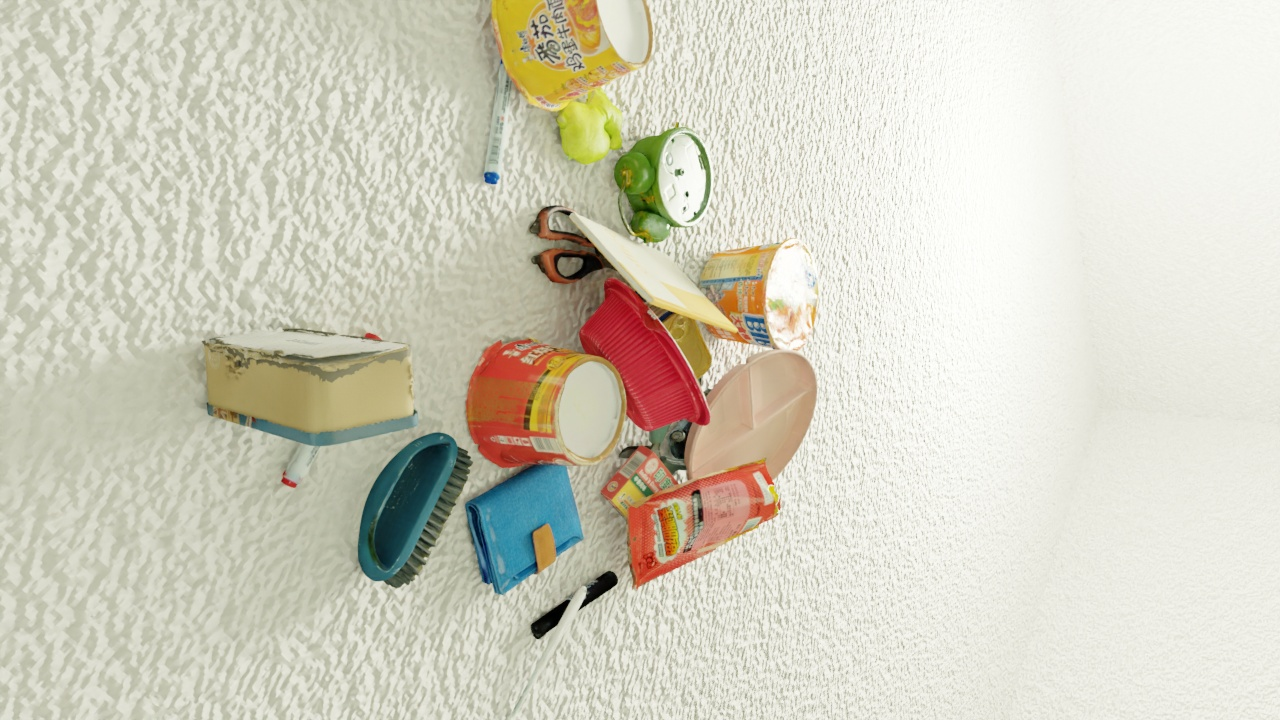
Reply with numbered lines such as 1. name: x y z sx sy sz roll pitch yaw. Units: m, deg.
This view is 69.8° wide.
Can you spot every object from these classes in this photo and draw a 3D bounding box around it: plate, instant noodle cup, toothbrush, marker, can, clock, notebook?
1. plate: 0.141 0.086 1.178 0.228 0.028 0.230 -24 130 -33
2. instant noodle cup: 0.154 -0.086 1.217 0.151 0.112 0.151 -8 101 -52
3. toothbrush: -0.102 0.326 0.989 0.179 0.016 0.016 -61 145 -17
4. instant noodle cup: -0.059 -0.324 0.893 0.138 0.110 0.138 17 70 -58
5. instant noodle cup: -0.088 0.048 0.920 0.137 0.109 0.138 -9 102 -52
6. marker: -0.136 -0.245 0.898 0.016 0.017 0.145 11 85 -52
7. marker: -0.073 0.276 1.040 0.131 0.020 0.022 -24 129 -48
8. instant noodle cup: -0.006 0.006 0.993 0.065 0.194 0.194 -33 124 -11
9. can: 0.028 -0.029 1.070 0.057 0.083 0.102 -37 131 -10
10. marker: -0.259 0.040 0.772 0.017 0.017 0.145 48 57 -44
11. clock: 0.024 -0.206 1.079 0.160 0.056 0.116 -47 128 -39
12. notebook: 0.019 -0.094 1.020 0.010 0.146 0.206 -49 153 16

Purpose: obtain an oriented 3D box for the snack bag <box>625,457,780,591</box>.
1. snack bag: 0.072 0.192 1.117 0.207 0.073 0.129 -16 122 -31

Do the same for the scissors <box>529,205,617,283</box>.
1. scissors: -0.046 -0.106 1.035 0.181 0.015 0.209 -58 135 -33

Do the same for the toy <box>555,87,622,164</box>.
1. toy: -0.052 -0.252 0.995 0.096 0.031 0.100 43 57 -43

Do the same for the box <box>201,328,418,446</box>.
1. box: -0.237 0.016 0.662 0.089 0.185 0.063 -11 106 -46

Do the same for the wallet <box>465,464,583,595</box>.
1. wallet: -0.118 0.169 0.957 0.132 0.040 0.106 -26 110 -47

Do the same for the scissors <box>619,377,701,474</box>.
1. scissors: 0.050 0.096 1.143 0.169 0.019 0.174 24 92 -46

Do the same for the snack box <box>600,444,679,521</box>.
1. snack box: 0.018 0.177 1.123 0.077 0.027 0.156 -48 132 -13

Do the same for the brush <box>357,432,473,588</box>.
1. brush: -0.208 0.127 0.817 0.073 0.055 0.143 47 59 -45

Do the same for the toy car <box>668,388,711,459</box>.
1. toy car: 0.072 0.083 1.193 0.105 0.031 0.049 -51 132 -16
